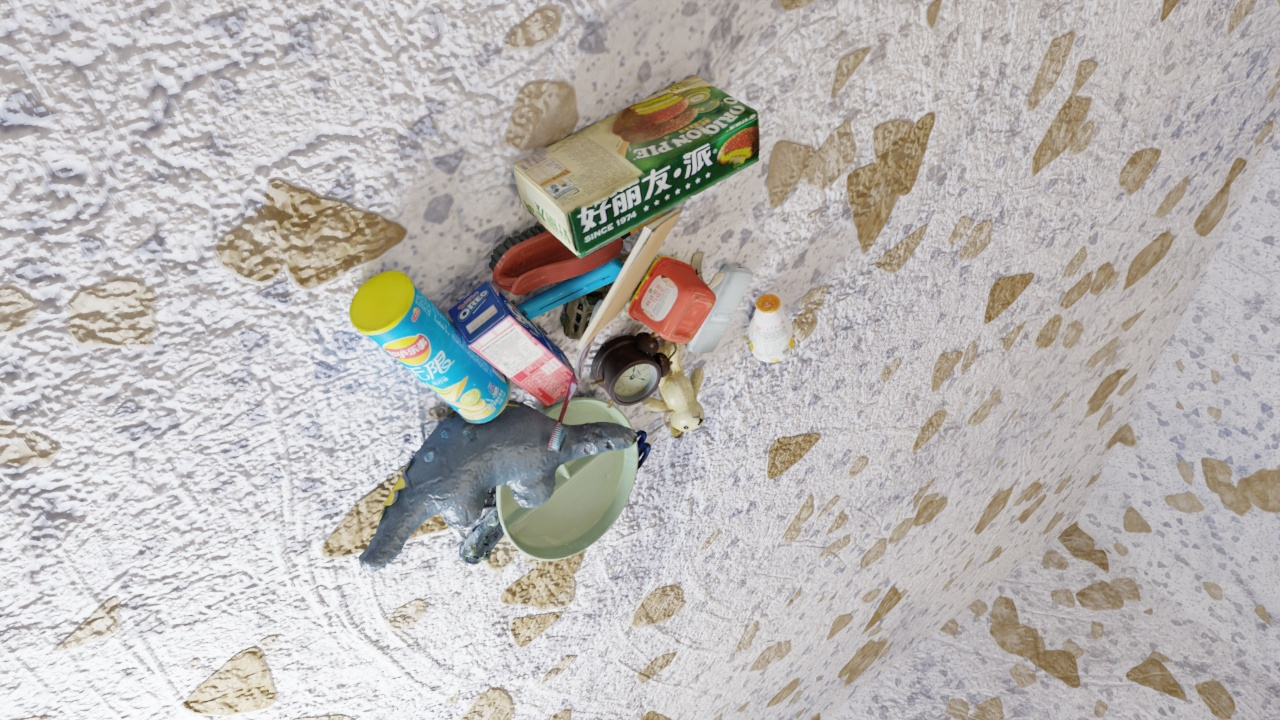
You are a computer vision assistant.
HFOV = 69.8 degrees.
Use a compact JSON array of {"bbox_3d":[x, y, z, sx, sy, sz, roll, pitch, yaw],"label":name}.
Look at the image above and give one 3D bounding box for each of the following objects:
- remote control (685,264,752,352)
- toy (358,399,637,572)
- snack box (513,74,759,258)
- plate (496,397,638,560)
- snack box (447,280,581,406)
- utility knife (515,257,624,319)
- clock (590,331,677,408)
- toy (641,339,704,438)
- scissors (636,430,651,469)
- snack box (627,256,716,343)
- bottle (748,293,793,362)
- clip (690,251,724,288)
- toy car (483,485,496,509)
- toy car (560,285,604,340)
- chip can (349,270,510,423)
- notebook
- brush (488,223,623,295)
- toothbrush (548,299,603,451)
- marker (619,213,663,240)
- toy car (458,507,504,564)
[{"bbox_3d":[0.108,-0.070,1.267,0.055,0.020,0.136,0,124,-45],"label":"remote control"},{"bbox_3d":[-0.176,0.121,1.084,0.355,0.138,0.092,-21,173,-19],"label":"toy"},{"bbox_3d":[-0.001,-0.207,0.954,0.239,0.114,0.063,-31,140,-19],"label":"snack box"},{"bbox_3d":[-0.098,0.156,1.227,0.229,0.027,0.230,-16,115,-37],"label":"plate"},{"bbox_3d":[-0.135,-0.015,1.027,0.058,0.057,0.207,-36,153,3],"label":"snack box"},{"bbox_3d":[-0.090,-0.075,1.047,0.161,0.018,0.034,-26,152,2],"label":"utility knife"},{"bbox_3d":[-0.007,0.007,1.192,0.122,0.055,0.082,-34,137,-2],"label":"clock"},{"bbox_3d":[0.051,0.036,1.278,0.105,0.066,0.157,-36,127,-22],"label":"toy"},{"bbox_3d":[-0.039,0.169,1.320,0.173,0.012,0.126,-35,142,-44],"label":"scissors"},{"bbox_3d":[0.041,-0.073,1.150,0.082,0.080,0.091,11,117,-48],"label":"snack box"},{"bbox_3d":[0.188,-0.048,1.330,0.063,0.063,0.108,-34,142,-16],"label":"bottle"},{"bbox_3d":[0.076,-0.088,1.202,0.034,0.070,0.100,-11,136,-37],"label":"clip"},{"bbox_3d":[-0.194,0.168,1.194,0.105,0.031,0.049,1,120,-47],"label":"toy car"},{"bbox_3d":[-0.065,-0.067,1.094,0.042,0.035,0.091,-13,130,-39],"label":"toy car"},{"bbox_3d":[-0.217,-0.008,0.973,0.071,0.071,0.210,-42,144,-5],"label":"chip can"},{"bbox_3d":[-0.009,-0.097,1.035,0.150,0.012,0.211,-58,178,18],"label":"notebook"},{"bbox_3d":[-0.093,-0.114,0.992,0.145,0.069,0.063,-27,139,-23],"label":"brush"},{"bbox_3d":[-0.071,0.017,1.070,0.016,0.017,0.187,26,82,-58],"label":"toothbrush"},{"bbox_3d":[-0.025,-0.147,1.072,0.123,0.015,0.018,-33,137,-13],"label":"marker"},{"bbox_3d":[-0.209,0.236,1.243,0.090,0.034,0.043,-51,141,5],"label":"toy car"}]
